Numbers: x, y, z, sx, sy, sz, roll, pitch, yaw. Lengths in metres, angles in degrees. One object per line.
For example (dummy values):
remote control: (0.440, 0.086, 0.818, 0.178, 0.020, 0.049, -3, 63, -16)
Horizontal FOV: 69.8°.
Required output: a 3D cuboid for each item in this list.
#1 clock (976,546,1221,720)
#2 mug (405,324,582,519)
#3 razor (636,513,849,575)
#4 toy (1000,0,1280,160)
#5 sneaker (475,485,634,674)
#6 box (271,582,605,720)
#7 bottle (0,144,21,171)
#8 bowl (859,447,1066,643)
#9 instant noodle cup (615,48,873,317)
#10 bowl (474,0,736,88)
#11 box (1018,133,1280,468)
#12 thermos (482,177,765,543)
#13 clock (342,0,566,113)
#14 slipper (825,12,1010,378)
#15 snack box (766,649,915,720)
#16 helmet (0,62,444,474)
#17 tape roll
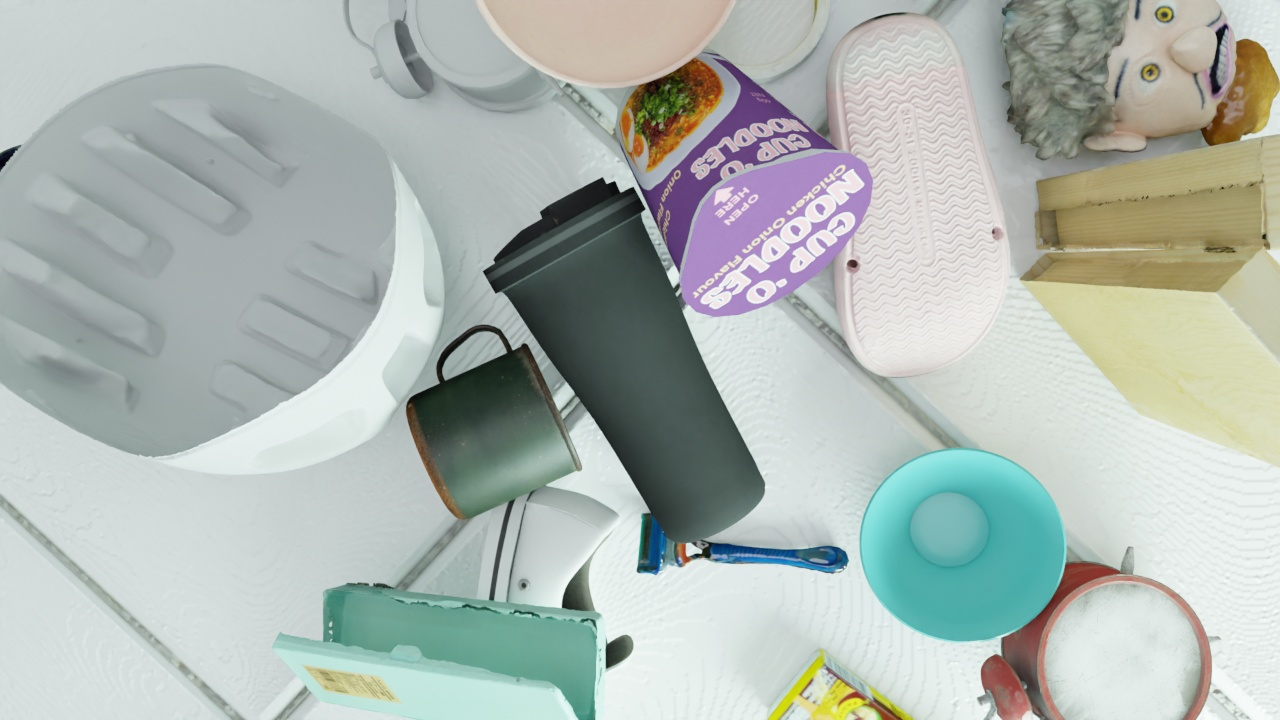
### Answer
clock: (0.275, 0.199, 0.580, 0.156, 0.062, 0.110, -44, 91, -5)
mug: (-0.094, 0.032, 0.556, 0.081, 0.085, 0.111, -24, 72, -7)
razor: (0.068, 0.131, 0.617, 0.141, 0.018, 0.043, 5, 61, 3)
toy: (0.293, -0.173, 0.534, 0.176, 0.076, 0.133, 12, 98, -4)
sneaker: (-0.054, 0.203, 0.600, 0.097, 0.091, 0.245, 9, 92, 11)
box: (-0.119, 0.181, 0.526, 0.189, 0.079, 0.077, 2, 92, 20)
bottle: (-0.381, -0.066, 0.619, 0.056, 0.056, 0.161, -24, 94, 8)
bowl: (0.201, 0.113, 0.585, 0.121, 0.046, 0.121, 1, 93, 10)
instant noodle cup: (0.044, -0.113, 0.528, 0.122, 0.136, 0.121, -41, 60, 18)
bowl: (-0.024, -0.222, 0.501, 0.153, 0.076, 0.153, -2, 101, -11)
box: (0.291, -0.045, 0.460, 0.142, 0.248, 0.184, 14, 97, 4)
thermos: (-0.003, 0.003, 0.572, 0.106, 0.105, 0.218, -28, 98, 8)
clock: (-0.110, -0.218, 0.577, 0.159, 0.061, 0.120, 15, 97, 8)
slipper: (0.165, -0.097, 0.563, 0.107, 0.055, 0.222, -9, 105, 5)
snack box: (0.163, 0.265, 0.620, 0.149, 0.025, 0.061, 37, 99, 1)
helmet: (-0.254, -0.051, 0.538, 0.282, 0.184, 0.223, 23, 69, 1)
tape roll: (0.071, -0.223, 0.575, 0.094, 0.019, 0.094, 1, 96, 6)
